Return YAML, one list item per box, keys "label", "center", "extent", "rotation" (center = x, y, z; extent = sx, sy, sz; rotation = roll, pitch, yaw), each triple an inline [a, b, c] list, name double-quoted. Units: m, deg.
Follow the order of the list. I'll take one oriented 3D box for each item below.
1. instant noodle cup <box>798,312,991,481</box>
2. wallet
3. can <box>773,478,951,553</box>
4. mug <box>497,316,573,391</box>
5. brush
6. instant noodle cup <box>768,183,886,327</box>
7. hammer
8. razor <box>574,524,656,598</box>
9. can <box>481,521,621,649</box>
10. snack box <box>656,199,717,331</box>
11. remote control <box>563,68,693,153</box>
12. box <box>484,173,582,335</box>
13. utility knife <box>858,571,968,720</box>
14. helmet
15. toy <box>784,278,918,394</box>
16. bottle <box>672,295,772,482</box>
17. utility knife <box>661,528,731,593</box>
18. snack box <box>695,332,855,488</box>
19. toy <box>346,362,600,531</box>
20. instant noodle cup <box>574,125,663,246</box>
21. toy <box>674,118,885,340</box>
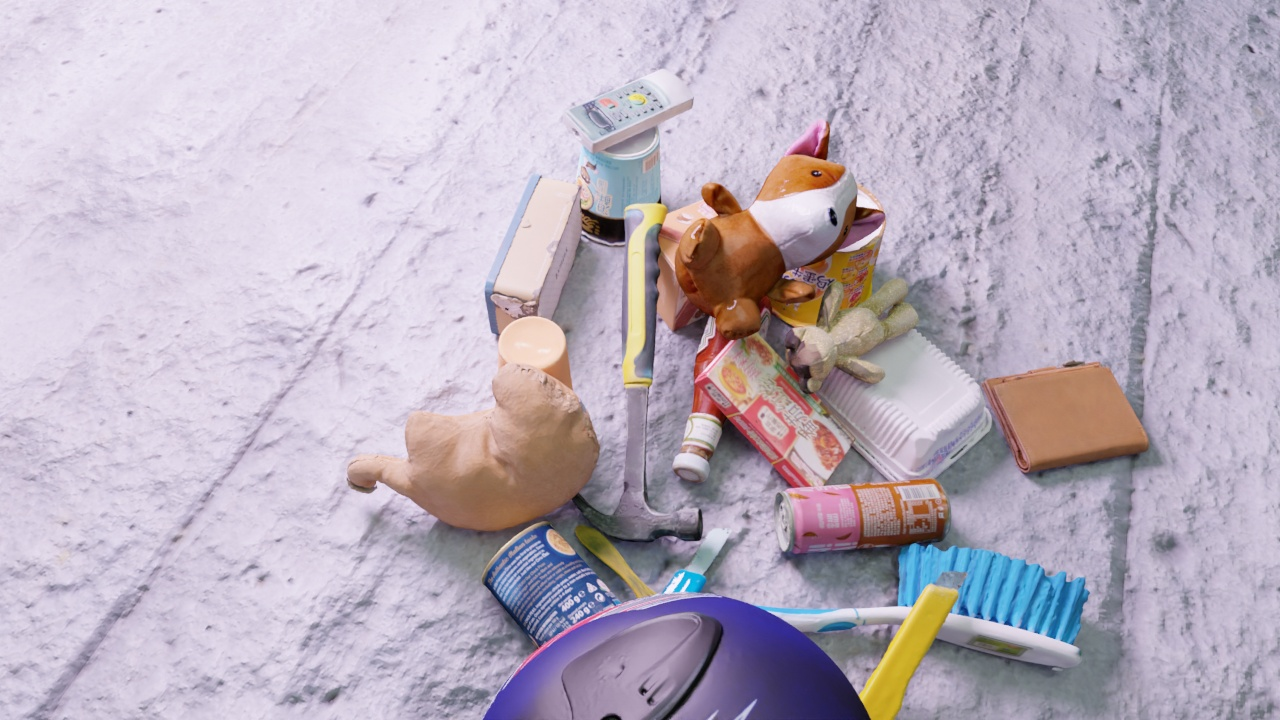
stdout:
- label: "instant noodle cup"
  center: [0.251, 0.026, 0.899]
  extent: [0.137, 0.060, 0.173]
  rotation: [-33, 66, -24]
- label: "wallet"
  center: [0.419, 0.053, 0.909]
  extent: [0.131, 0.031, 0.107]
  rotation: [-9, 60, -10]
- label: "can"
  center: [0.197, 0.139, 0.819]
  extent: [0.147, 0.058, 0.057]
  rotation: [-3, 56, -6]
- label: "mug"
  center: [-0.096, 0.018, 0.841]
  extent: [0.078, 0.123, 0.078]
  rotation: [2, 55, -3]
- label: "brush"
  center: [0.221, 0.205, 0.782]
  extent: [0.315, 0.061, 0.109]
  rotation: [13, 60, 8]
- label: "instant noodle cup"
  center: [0.189, -0.118, 0.961]
  extent: [0.138, 0.110, 0.137]
  rotation: [2, 57, -4]
- label: "hammer"
  center: [-0.005, 0.005, 0.852]
  extent: [0.126, 0.032, 0.322]
  rotation: [-2, 73, 12]
- label: "razor"
  center: [-0.016, 0.182, 0.783]
  extent: [0.043, 0.028, 0.132]
  rotation: [-35, 53, -19]
- label: "can"
  center: [-0.066, 0.198, 0.750]
  extent: [0.075, 0.075, 0.111]
  rotation: [-36, 65, -24]
- label: "snack box"
  center: [0.056, -0.100, 0.949]
  extent: [0.094, 0.093, 0.077]
  rotation: [-25, 61, -19]
- label: "remote control"
  center: [-0.011, -0.260, 0.950]
  extent: [0.135, 0.019, 0.056]
  rotation: [-30, 64, -22]
- label: "box"
  center: [-0.105, -0.111, 0.949]
  extent: [0.060, 0.090, 0.183]
  rotation: [11, 54, 4]
- label: "utility knife"
  center: [0.214, 0.240, 0.740]
  extent: [0.033, 0.015, 0.170]
  rotation: [33, 85, 3]
- label: "helmet"
  center: [-0.002, 0.289, 0.597]
  extent: [0.315, 0.247, 0.240]
  rotation: [-26, 35, -16]
- label: "toy"
  center: [0.200, -0.029, 0.865]
  extent: [0.157, 0.066, 0.105]
  rotation: [-28, 104, -24]
- label: "bottle"
  center: [0.076, 0.021, 0.892]
  extent: [0.060, 0.060, 0.205]
  rotation: [17, 62, 7]
- label: "utility knife"
  center: [0.023, 0.216, 0.778]
  extent: [0.034, 0.018, 0.197]
  rotation: [24, 57, 24]
- label: "snack box"
  center: [0.127, 0.047, 0.858]
  extent: [0.153, 0.026, 0.075]
  rotation: [47, 60, -6]
- label: "toy"
  center: [-0.144, 0.092, 0.788]
  extent: [0.226, 0.143, 0.082]
  rotation: [-25, 20, 12]
- label: "instant noodle cup"
  center: [-0.024, -0.205, 0.998]
  extent: [0.111, 0.121, 0.111]
  rotation: [2, 56, -3]
- label: "toy"
  center: [0.126, -0.119, 0.837]
  extent: [0.199, 0.130, 0.140]
  rotation: [-35, 109, -14]
